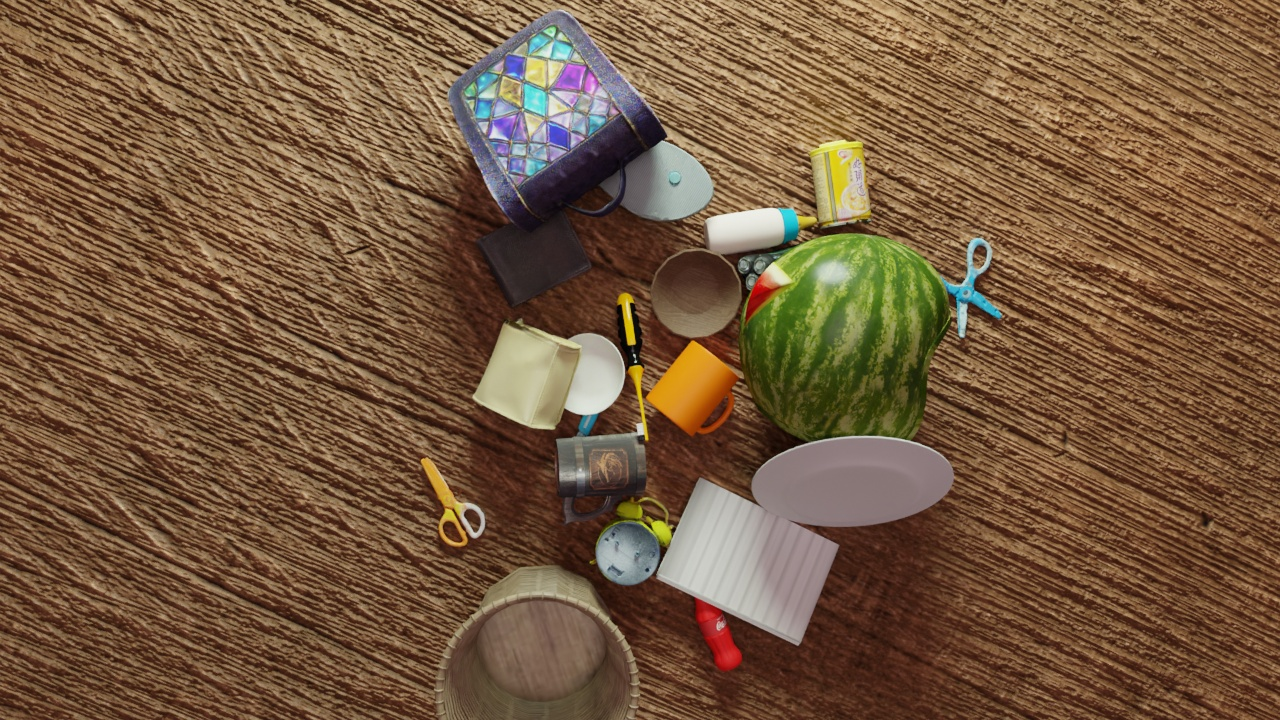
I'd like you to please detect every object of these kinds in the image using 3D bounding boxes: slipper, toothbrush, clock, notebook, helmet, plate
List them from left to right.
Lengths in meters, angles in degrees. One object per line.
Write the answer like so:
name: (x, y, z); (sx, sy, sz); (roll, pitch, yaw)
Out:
plate: (-0.066, 0.018, 1.176); (0.104, 0.026, 0.104); (-1, 86, 18)
slipper: (-0.031, -0.257, 1.170); (0.269, 0.054, 0.098); (32, 93, 6)
clock: (-0.009, 0.233, 1.184); (0.083, 0.057, 0.119); (36, 90, -4)
toothbrush: (-0.007, 0.007, 1.163); (0.031, 0.031, 0.196); (-9, 74, -1)
notebook: (0.142, 0.264, 1.205); (0.210, 0.009, 0.142); (26, 77, -5)
helmet: (0.239, -0.033, 1.099); (0.243, 0.213, 0.247); (16, 105, -17)
plate: (0.259, 0.159, 1.126); (0.242, 0.243, 0.016); (5, 56, -4)

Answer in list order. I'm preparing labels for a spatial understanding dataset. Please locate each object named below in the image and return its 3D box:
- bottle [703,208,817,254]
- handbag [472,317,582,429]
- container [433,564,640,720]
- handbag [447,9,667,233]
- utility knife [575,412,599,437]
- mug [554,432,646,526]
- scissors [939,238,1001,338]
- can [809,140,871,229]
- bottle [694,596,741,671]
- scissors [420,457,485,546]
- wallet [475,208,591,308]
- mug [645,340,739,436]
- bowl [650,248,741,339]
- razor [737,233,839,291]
bottle: (0.156, -0.169, 1.180); (0.146, 0.051, 0.051); (-9, 93, -4)
handbag: (-0.141, 0.014, 1.150); (0.111, 0.081, 0.119); (22, 95, 26)
container: (-0.121, 0.366, 1.113); (0.227, 0.196, 0.227); (0, 93, -4)
handbag: (-0.093, -0.270, 1.090); (0.205, 0.125, 0.222); (-33, 82, 8)
utility knife: (-0.068, 0.084, 1.196); (0.022, 0.015, 0.181); (23, 94, 1)
mug: (-0.052, 0.151, 1.163); (0.107, 0.080, 0.116); (-2, 99, -10)
scissors: (0.422, -0.097, 1.223); (0.137, 0.011, 0.134); (3, 94, -5)
can: (0.257, -0.225, 1.176); (0.067, 0.067, 0.105); (-8, 93, -4)
bottle: (0.095, 0.348, 1.207); (0.036, 0.036, 0.119); (-24, 94, -3)
scissors: (-0.248, 0.179, 1.187); (0.064, 0.013, 0.128); (-26, 95, -3)
wallet: (-0.135, -0.136, 1.174); (0.120, 0.031, 0.099); (-28, 97, -5)
mug: (0.077, 0.045, 1.179); (0.112, 0.077, 0.096); (40, 89, -31)
bowl: (0.071, -0.087, 1.182); (0.118, 0.030, 0.118); (0, 104, -1)
razor: (0.199, -0.130, 1.179); (0.151, 0.067, 0.054); (-20, 79, -8)
